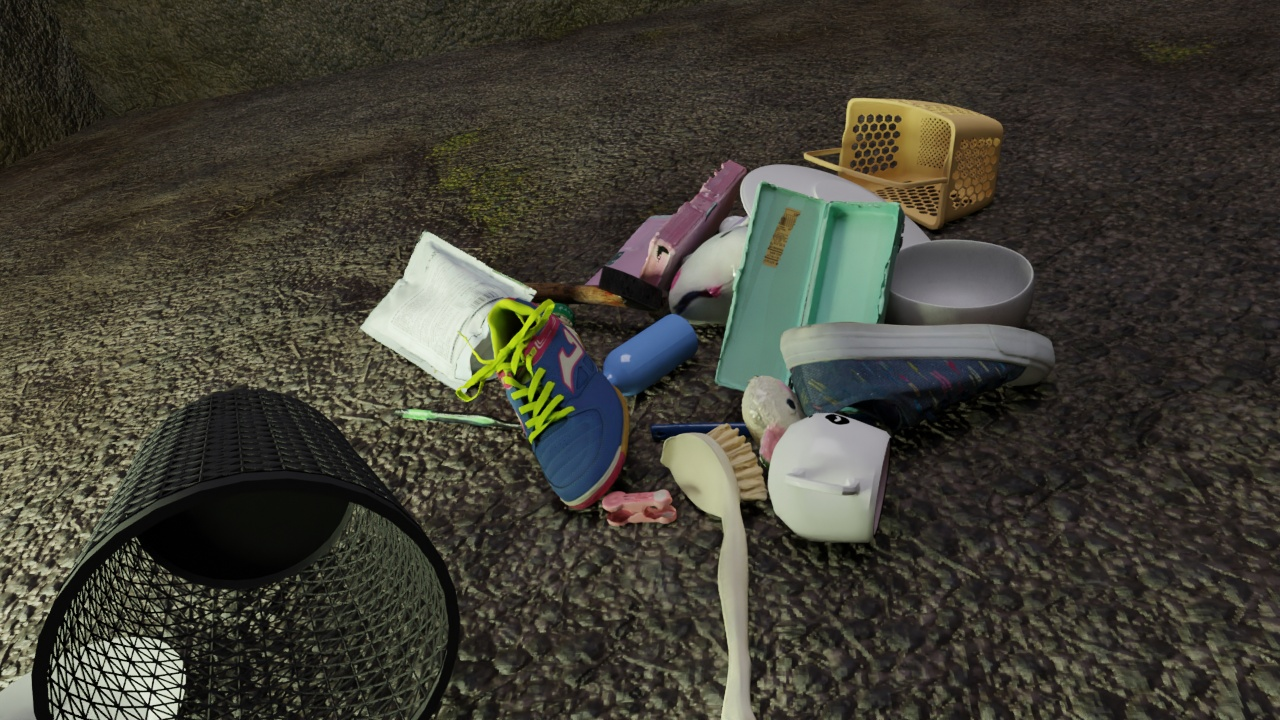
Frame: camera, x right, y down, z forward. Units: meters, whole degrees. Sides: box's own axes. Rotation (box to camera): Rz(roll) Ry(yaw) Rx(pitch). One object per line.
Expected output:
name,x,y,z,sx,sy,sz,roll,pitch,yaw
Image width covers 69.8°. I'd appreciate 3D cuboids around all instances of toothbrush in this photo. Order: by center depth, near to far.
toothbrush,0.101,0.056,0.774,0.190,0.016,0.017,-3,24,17
toothbrush,-0.162,0.056,0.882,0.188,0.014,0.017,3,21,27

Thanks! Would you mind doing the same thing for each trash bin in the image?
trash bin,-0.257,0.133,0.611,0.216,0.217,0.243,-23,25,-17

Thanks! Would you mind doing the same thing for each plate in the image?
plate,-0.390,0.260,0.618,0.173,0.019,0.172,-10,30,6
plate,0.215,-0.149,0.946,0.229,0.030,0.228,14,39,-12

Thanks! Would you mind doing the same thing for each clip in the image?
clip,0.001,0.120,0.711,0.060,0.041,0.023,-11,25,25

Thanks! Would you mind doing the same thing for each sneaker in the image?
sneaker,0.220,0.016,0.723,0.235,0.079,0.088,1,-12,-17
sneaker,-0.088,0.029,0.789,0.116,0.091,0.241,-40,39,9

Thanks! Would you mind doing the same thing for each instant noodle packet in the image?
instant noodle packet,-0.223,-0.057,1.041,0.269,0.057,0.146,27,79,48

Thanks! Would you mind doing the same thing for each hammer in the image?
hammer,-0.122,-0.078,1.030,0.331,0.120,0.033,4,78,37

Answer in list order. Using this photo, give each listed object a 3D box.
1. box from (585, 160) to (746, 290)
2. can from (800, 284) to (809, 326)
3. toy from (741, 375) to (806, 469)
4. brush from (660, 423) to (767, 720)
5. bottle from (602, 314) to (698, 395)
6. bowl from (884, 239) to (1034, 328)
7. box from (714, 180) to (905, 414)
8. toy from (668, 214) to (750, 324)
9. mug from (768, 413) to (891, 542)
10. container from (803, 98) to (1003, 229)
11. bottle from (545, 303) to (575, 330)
box,0.037,-0.141,1.103,0.173,0.075,0.232,-29,15,42
can,0.175,-0.034,0.854,0.053,0.059,0.100,-33,35,-30
toy,0.107,0.048,0.716,0.050,0.087,0.112,-22,36,25
brush,0.058,0.139,0.617,0.077,0.062,0.271,-5,35,1
bottle,-0.005,0.005,0.870,0.130,0.048,0.048,-34,36,-32
bowl,0.284,-0.052,0.832,0.132,0.064,0.131,-6,32,4
box,0.146,-0.054,0.794,0.138,0.187,0.056,12,-8,15
toy,0.107,-0.108,0.978,0.138,0.085,0.208,-25,17,36
mug,0.125,0.081,0.627,0.076,0.090,0.123,9,0,20
container,0.305,-0.239,1.081,0.166,0.129,0.183,-13,28,-23
bottle,-0.089,-0.019,0.951,0.043,0.043,0.109,-11,30,3
